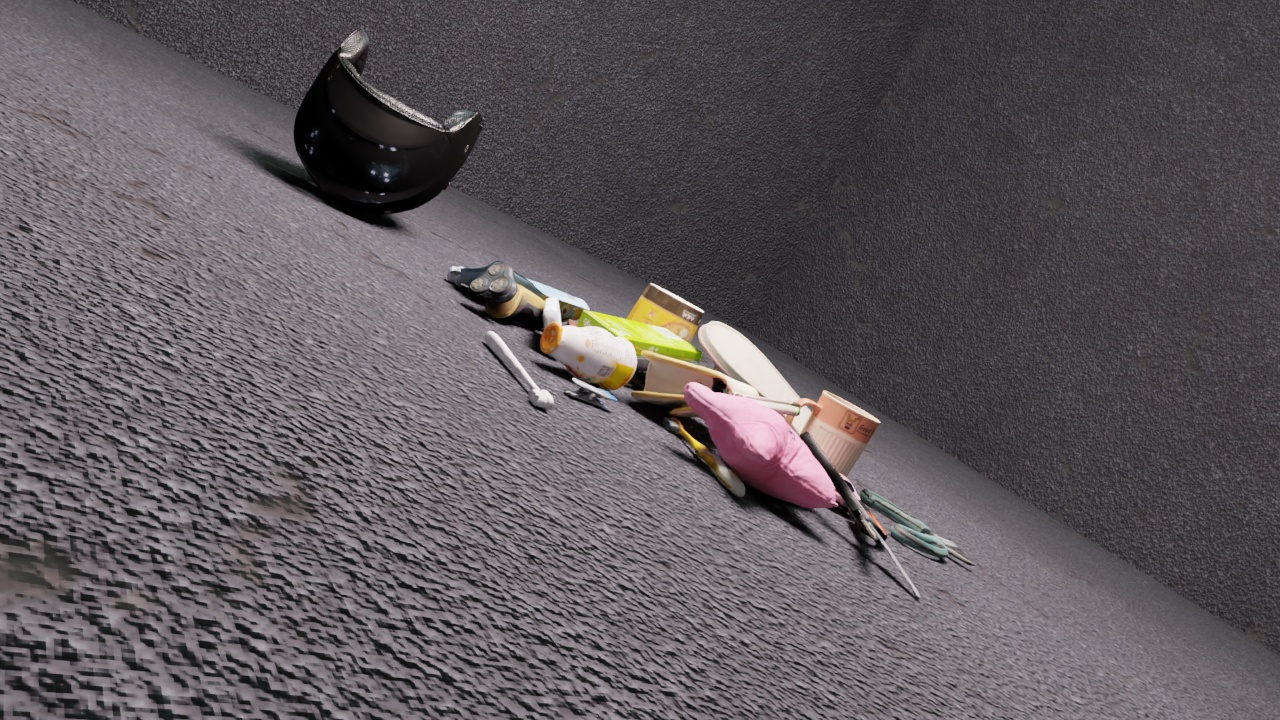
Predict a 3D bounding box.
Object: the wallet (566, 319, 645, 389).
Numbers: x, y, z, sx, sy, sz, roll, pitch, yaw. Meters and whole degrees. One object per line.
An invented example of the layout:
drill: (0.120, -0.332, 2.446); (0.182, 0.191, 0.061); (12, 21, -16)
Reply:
wallet: (-0.045, -0.008, 1.191); (0.124, 0.032, 0.101); (26, 11, -13)

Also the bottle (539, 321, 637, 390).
bottle: (-0.057, -0.008, 1.003); (0.108, 0.063, 0.063); (23, 9, -37)

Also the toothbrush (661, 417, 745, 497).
toothbrush: (0.061, 0.094, 0.934); (0.018, 0.016, 0.191); (13, 13, -24)

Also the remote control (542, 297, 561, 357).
remote control: (-0.105, -0.041, 1.101); (0.020, 0.056, 0.136); (-5, 12, -3)

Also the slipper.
slipper: (0.168, 0.055, 1.267); (0.274, 0.055, 0.114); (45, 30, -15)

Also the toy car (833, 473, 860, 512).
toy car: (0.219, 0.144, 1.100); (0.056, 0.037, 0.122); (27, 6, -25)

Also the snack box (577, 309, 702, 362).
snack box: (0.001, -0.027, 1.204); (0.156, 0.026, 0.086); (10, 19, -44)

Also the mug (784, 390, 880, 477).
mug: (0.237, 0.099, 1.194); (0.114, 0.106, 0.081); (26, 8, -19)

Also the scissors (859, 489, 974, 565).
scissors: (0.334, 0.207, 1.162); (0.171, 0.019, 0.170); (19, 11, -45)

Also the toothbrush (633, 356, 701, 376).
toothbrush: (-0.007, 0.007, 1.130); (0.212, 0.026, 0.027); (6, 24, -41)

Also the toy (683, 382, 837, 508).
toy: (0.136, 0.100, 0.930); (0.178, 0.074, 0.194); (42, 2, 39)

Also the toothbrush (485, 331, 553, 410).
toothbrush: (-0.121, 0.006, 0.868); (0.016, 0.016, 0.180); (17, 13, -32)

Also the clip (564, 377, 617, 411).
clip: (-0.051, 0.035, 0.923); (0.058, 0.036, 0.026); (26, 9, -41)

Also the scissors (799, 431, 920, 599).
scissors: (0.222, 0.156, 0.945); (0.228, 0.022, 0.221); (56, 8, 25)

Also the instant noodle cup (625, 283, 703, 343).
instant noodle cup: (0.027, -0.045, 1.365); (0.118, 0.114, 0.118); (28, 7, -4)

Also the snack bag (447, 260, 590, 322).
snack bag: (-0.161, -0.092, 1.219); (0.110, 0.039, 0.190); (9, -8, 39)

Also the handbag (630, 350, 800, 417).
handbag: (0.092, 0.044, 1.060); (0.179, 0.063, 0.163); (14, -1, 19)

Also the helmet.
helmet: (-0.383, -0.328, 1.353); (0.233, 0.230, 0.275); (37, -3, -5)

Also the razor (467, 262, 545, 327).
razor: (-0.150, -0.075, 1.140); (0.062, 0.067, 0.167); (3, -9, 20)
